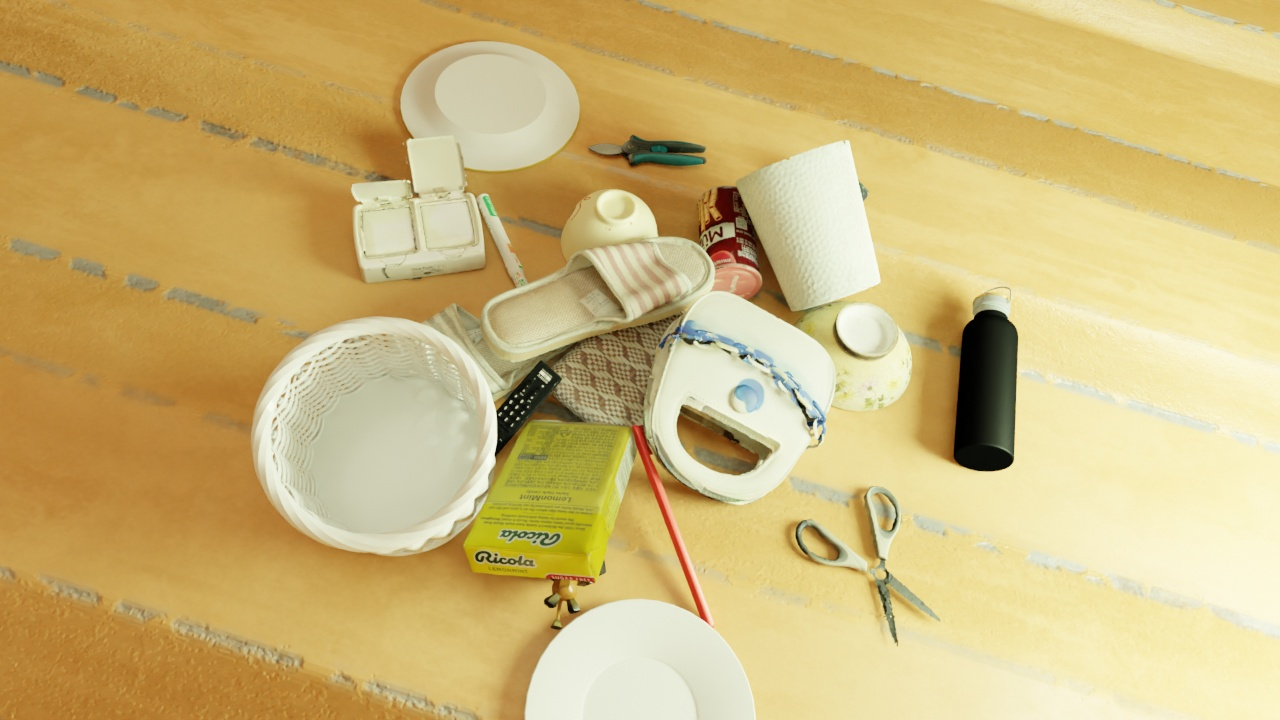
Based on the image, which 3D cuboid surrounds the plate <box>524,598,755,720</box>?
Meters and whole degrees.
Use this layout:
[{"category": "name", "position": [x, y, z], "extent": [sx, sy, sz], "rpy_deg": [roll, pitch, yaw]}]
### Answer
[{"category": "plate", "position": [0.000, 0.321, 0.828], "extent": [0.208, 0.015, 0.208], "rpy_deg": [3, 60, -6]}]

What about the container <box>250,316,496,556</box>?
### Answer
[{"category": "container", "position": [-0.222, 0.077, 0.813], "extent": [0.189, 0.187, 0.189], "rpy_deg": [2, 76, -8]}]

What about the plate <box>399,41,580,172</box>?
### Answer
[{"category": "plate", "position": [-0.191, -0.335, 1.175], "extent": [0.229, 0.021, 0.229], "rpy_deg": [3, 60, -6]}]

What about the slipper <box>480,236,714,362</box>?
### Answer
[{"category": "slipper", "position": [-0.042, -0.073, 0.971], "extent": [0.262, 0.052, 0.115], "rpy_deg": [-21, 59, -16]}]

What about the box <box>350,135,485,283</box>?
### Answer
[{"category": "box", "position": [-0.259, -0.195, 1.039], "extent": [0.143, 0.099, 0.183], "rpy_deg": [-10, 63, -13]}]

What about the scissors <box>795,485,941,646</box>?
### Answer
[{"category": "scissors", "position": [0.233, 0.200, 0.933], "extent": [0.157, 0.013, 0.170], "rpy_deg": [15, 59, 3]}]

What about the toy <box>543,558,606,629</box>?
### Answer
[{"category": "toy", "position": [-0.070, 0.200, 0.860], "extent": [0.076, 0.063, 0.100], "rpy_deg": [21, 50, -18]}]

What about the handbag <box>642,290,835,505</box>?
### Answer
[{"category": "handbag", "position": [0.096, 0.042, 0.939], "extent": [0.200, 0.093, 0.199], "rpy_deg": [26, 69, -12]}]

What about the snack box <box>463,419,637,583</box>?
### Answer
[{"category": "snack box", "position": [-0.078, 0.128, 0.870], "extent": [0.121, 0.045, 0.180], "rpy_deg": [1, 36, 15]}]

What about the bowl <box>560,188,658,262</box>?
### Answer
[{"category": "bowl", "position": [-0.032, -0.156, 1.065], "extent": [0.118, 0.074, 0.117], "rpy_deg": [3, 60, -6]}]

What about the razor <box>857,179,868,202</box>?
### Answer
[{"category": "razor", "position": [0.223, -0.178, 1.120], "extent": [0.053, 0.064, 0.140], "rpy_deg": [44, 73, -5]}]

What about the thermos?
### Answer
[{"category": "thermos", "position": [0.393, 0.010, 1.037], "extent": [0.061, 0.061, 0.230], "rpy_deg": [16, 59, 1]}]

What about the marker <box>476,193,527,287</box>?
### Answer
[{"category": "marker", "position": [-0.159, -0.135, 1.068], "extent": [0.017, 0.017, 0.145], "rpy_deg": [-18, 64, -18]}]

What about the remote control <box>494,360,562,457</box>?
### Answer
[{"category": "remote control", "position": [-0.136, 0.062, 0.931], "extent": [0.030, 0.009, 0.140], "rpy_deg": [40, 87, 15]}]

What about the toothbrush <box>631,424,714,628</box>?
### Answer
[{"category": "toothbrush", "position": [0.035, 0.161, 0.909], "extent": [0.017, 0.012, 0.212], "rpy_deg": [-12, 72, -30]}]

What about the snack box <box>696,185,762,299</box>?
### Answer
[{"category": "snack box", "position": [0.102, -0.137, 1.074], "extent": [0.072, 0.072, 0.121], "rpy_deg": [3, 59, -6]}]

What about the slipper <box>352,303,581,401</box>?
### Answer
[{"category": "slipper", "position": [-0.173, -0.009, 0.975], "extent": [0.272, 0.054, 0.114], "rpy_deg": [-24, 71, -20]}]

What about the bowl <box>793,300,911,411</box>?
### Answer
[{"category": "bowl", "position": [0.244, -0.019, 1.031], "extent": [0.145, 0.063, 0.145], "rpy_deg": [3, 61, -6]}]

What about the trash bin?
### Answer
[{"category": "trash bin", "position": [0.196, -0.148, 1.038], "extent": [0.133, 0.133, 0.161], "rpy_deg": [-20, 94, -19]}]

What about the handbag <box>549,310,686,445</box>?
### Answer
[{"category": "handbag", "position": [-0.006, 0.006, 0.993], "extent": [0.124, 0.047, 0.185], "rpy_deg": [42, 63, 6]}]

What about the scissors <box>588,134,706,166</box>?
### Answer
[{"category": "scissors", "position": [0.012, -0.271, 1.171], "extent": [0.136, 0.019, 0.138], "rpy_deg": [37, 63, 16]}]
